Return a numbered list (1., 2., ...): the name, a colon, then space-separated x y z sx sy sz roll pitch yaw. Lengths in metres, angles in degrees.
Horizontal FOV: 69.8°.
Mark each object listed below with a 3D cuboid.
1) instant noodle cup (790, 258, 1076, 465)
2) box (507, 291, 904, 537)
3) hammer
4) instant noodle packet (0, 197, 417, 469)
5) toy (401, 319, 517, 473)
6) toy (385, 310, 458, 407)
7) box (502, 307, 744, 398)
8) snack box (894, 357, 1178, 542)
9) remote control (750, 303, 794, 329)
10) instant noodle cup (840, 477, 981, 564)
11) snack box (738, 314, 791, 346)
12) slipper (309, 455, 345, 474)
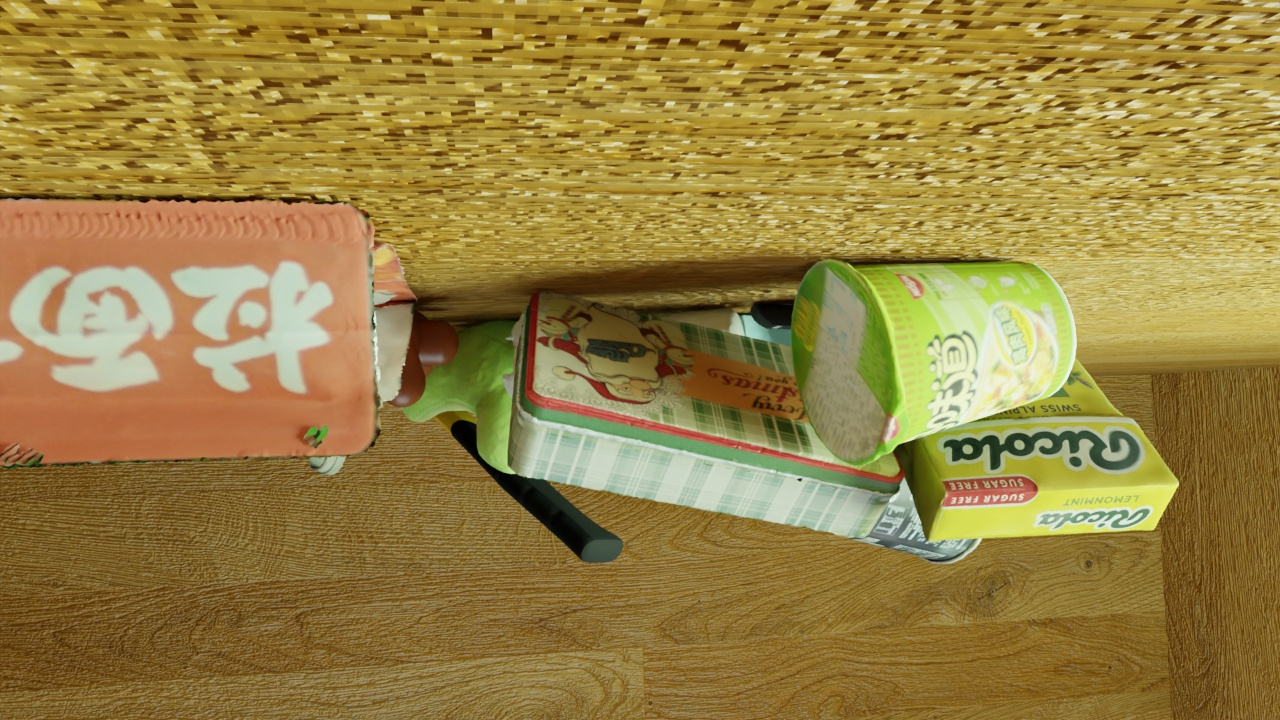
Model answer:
1. instant noodle cup: 0.142 -0.007 0.446 0.108 0.099 0.099 -10 179 -16
2. box: 0.032 0.026 0.499 0.205 0.051 0.117 14 -145 -11
3. hammer: -0.128 0.060 0.711 0.127 0.029 0.324 15 -166 -47
4. instant noodle packet: -0.182 -0.023 0.384 0.164 0.084 0.221 -2 -172 -10
5. toy: -0.070 0.022 0.693 0.150 0.107 0.196 27 -163 26
6. toy: -0.155 -0.003 0.552 0.095 0.065 0.128 1 -178 -4
7. box: -0.006 0.002 0.602 0.156 0.084 0.126 -5 177 4
8. snack box: 0.194 0.019 0.515 0.121 0.045 0.180 -1 -142 -4
9. remote control: 0.148 -0.027 0.612 0.147 0.015 0.033 2 178 -3
10. instant noodle cup: 0.233 0.114 0.838 0.112 0.137 0.137 9 173 -23
11. snack box: 0.058 -0.003 0.747 0.074 0.053 0.175 1 175 -34
12. slipper: -0.252 0.030 0.661 0.118 0.060 0.295 39 168 -12
